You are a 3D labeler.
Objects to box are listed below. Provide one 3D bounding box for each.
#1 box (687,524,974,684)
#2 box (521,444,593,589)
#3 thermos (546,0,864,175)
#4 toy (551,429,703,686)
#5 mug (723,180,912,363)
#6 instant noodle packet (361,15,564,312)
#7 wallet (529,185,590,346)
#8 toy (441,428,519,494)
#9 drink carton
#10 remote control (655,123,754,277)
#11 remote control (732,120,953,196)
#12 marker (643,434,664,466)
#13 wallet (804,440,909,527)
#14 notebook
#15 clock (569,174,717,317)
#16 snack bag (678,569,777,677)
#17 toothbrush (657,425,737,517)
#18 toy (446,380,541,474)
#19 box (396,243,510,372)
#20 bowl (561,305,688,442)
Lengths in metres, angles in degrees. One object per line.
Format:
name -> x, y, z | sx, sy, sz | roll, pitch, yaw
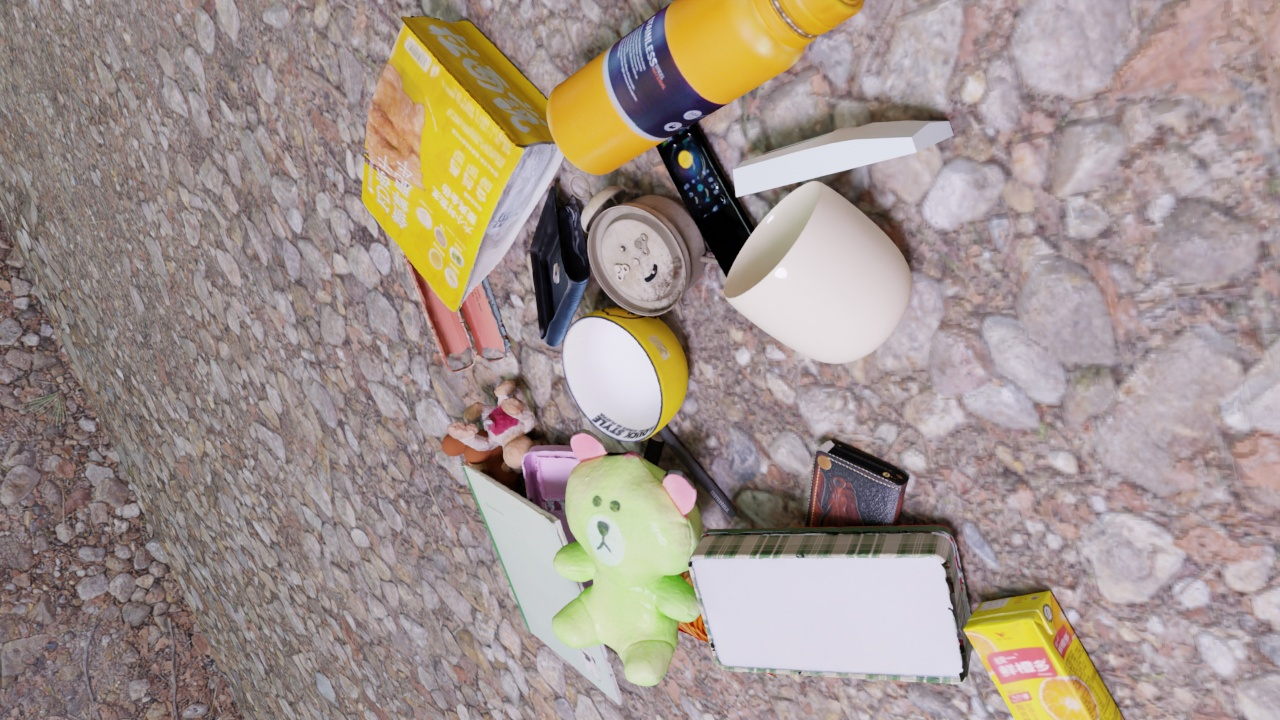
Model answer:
box -> 0.146, 0.186, 0.713 | 0.206, 0.051, 0.118 | -9, 106, 27
box -> -0.054, 0.187, 0.952 | 0.146, 0.077, 0.202 | 18, 124, 43
thermos -> 0.031, -0.204, 0.610 | 0.233, 0.091, 0.076 | -19, 69, 44
toy -> -0.006, 0.172, 0.816 | 0.150, 0.107, 0.197 | 17, 96, 30
mug -> 0.118, -0.047, 0.614 | 0.099, 0.096, 0.120 | 35, 156, -14
instant noodle packet -> -0.175, -0.170, 0.833 | 0.163, 0.084, 0.222 | 48, 130, 12
wallet -> -0.072, -0.082, 0.804 | 0.089, 0.026, 0.114 | 120, 147, -48
toy -> -0.171, 0.134, 1.041 | 0.095, 0.065, 0.128 | 18, 130, 48
drink carton -> 0.290, 0.231, 0.646 | 0.059, 0.042, 0.134 | -30, 91, 46
remote control -> 0.053, -0.127, 0.694 | 0.041, 0.020, 0.152 | -29, 89, 45
remote control -> 0.123, -0.135, 0.595 | 0.144, 0.049, 0.024 | -5, 108, 47
marker -> 0.000, 0.127, 0.872 | 0.021, 0.017, 0.124 | -107, 31, -69
wallet -> 0.167, 0.128, 0.726 | 0.072, 0.019, 0.123 | 25, 128, 33
notebook -> -0.106, 0.237, 0.984 | 0.182, 0.010, 0.253 | 20, 134, 47
clock -> -0.004, -0.101, 0.741 | 0.141, 0.054, 0.093 | 44, 136, 7
snack bag -> 0.045, 0.224, 0.896 | 0.208, 0.066, 0.139 | 17, 129, 50
toothbrush -> 0.032, 0.077, 0.841 | 0.167, 0.013, 0.013 | 49, 138, 9
toy -> -0.146, 0.083, 0.973 | 0.106, 0.085, 0.074 | 62, 177, -28
box -> -0.195, -0.080, 0.946 | 0.041, 0.082, 0.187 | -148, 37, -71
bowl -> -0.005, 0.005, 0.791 | 0.117, 0.067, 0.117 | 23, 127, 35
